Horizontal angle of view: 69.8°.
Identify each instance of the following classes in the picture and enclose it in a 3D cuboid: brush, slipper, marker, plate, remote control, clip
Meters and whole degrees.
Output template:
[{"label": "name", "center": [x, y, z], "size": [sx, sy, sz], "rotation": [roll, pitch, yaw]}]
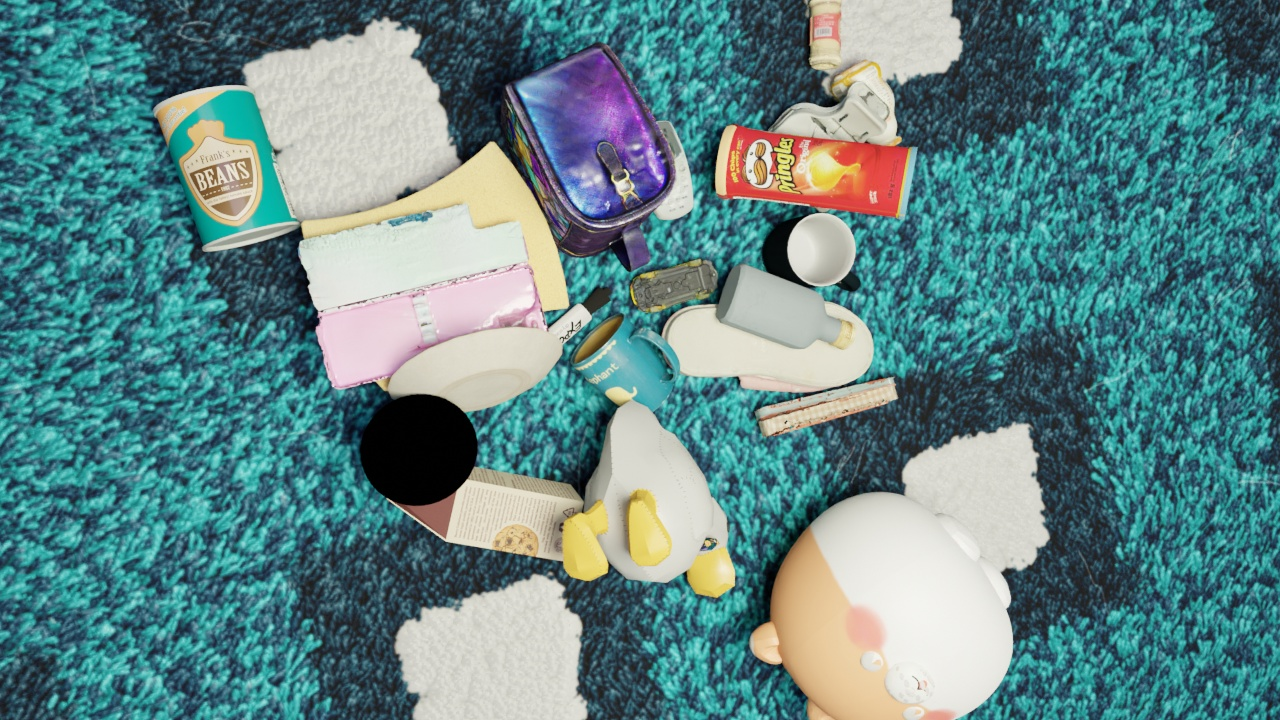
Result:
[{"label": "brush", "center": [-0.222, -0.102, 1.010], "size": [0.250, 0.075, 0.195], "rotation": [-26, 99, -10]}, {"label": "slipper", "center": [0.153, -0.020, 1.110], "size": [0.274, 0.054, 0.114], "rotation": [3, 92, -17]}, {"label": "marker", "center": [-0.083, -0.042, 1.071], "size": [0.125, 0.025, 0.025], "rotation": [-42, 101, -7]}, {"label": "plate", "center": [-0.171, 0.021, 0.977], "size": [0.188, 0.189, 0.027], "rotation": [-15, 69, -11]}, {"label": "remote control", "center": [0.026, -0.223, 1.082], "size": [0.060, 0.028, 0.114], "rotation": [-17, 97, -11]}, {"label": "clip", "center": [0.227, -0.263, 1.093], "size": [0.125, 0.081, 0.148], "rotation": [38, 124, -14]}]

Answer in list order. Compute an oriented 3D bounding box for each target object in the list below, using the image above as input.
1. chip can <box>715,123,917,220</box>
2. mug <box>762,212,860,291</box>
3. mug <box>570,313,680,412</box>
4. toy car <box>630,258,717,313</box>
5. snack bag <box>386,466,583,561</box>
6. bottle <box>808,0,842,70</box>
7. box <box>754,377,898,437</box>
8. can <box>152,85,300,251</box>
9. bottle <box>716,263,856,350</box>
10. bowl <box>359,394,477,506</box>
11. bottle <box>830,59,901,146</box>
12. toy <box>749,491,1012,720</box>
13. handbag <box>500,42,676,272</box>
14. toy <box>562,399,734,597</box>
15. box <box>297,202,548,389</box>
[{"label": "chip can", "center": [0.199, -0.215, 1.046], "size": [0.213, 0.087, 0.087], "rotation": [10, 91, 15]}, {"label": "mug", "center": [0.211, -0.120, 1.096], "size": [0.121, 0.094, 0.085], "rotation": [32, 87, -13]}, {"label": "mug", "center": [-0.006, 0.006, 1.051], "size": [0.104, 0.112, 0.084], "rotation": [48, 45, -19]}, {"label": "toy car", "center": [0.041, -0.089, 1.093], "size": [0.107, 0.030, 0.049], "rotation": [-15, 95, -9]}, {"label": "snack bag", "center": [-0.178, 0.163, 1.028], "size": [0.206, 0.094, 0.070], "rotation": [13, 91, -13]}, {"label": "bottle", "center": [0.223, -0.409, 1.106], "size": [0.044, 0.044, 0.109], "rotation": [-2, 94, -13]}, {"label": "box", "center": [0.234, 0.061, 1.138], "size": [0.186, 0.053, 0.058], "rotation": [-14, 137, -11]}, {"label": "can", "center": [-0.424, -0.196, 0.946], "size": [0.099, 0.099, 0.144], "rotation": [-18, 97, -11]}, {"label": "bottle", "center": [0.173, -0.053, 1.061], "size": [0.161, 0.046, 0.072], "rotation": [19, 87, -16]}, {"label": "bowl", "center": [-0.224, 0.098, 0.944], "size": [0.115, 0.063, 0.115], "rotation": [2, 70, -6]}, {"label": "bottle", "center": [0.278, -0.306, 1.114], "size": [0.063, 0.063, 0.108], "rotation": [-31, 100, -9]}, {"label": "toy", "center": [0.277, 0.298, 1.056], "size": [0.281, 0.265, 0.263], "rotation": [-37, 103, 7]}, {"label": "handbag", "center": [-0.051, -0.198, 0.980], "size": [0.125, 0.205, 0.222], "rotation": [-27, 93, -10]}, {"label": "toy", "center": [0.021, 0.164, 1.011], "size": [0.141, 0.267, 0.246], "rotation": [-18, 86, 24]}, {"label": "box", "center": [-0.224, -0.073, 0.953], "size": [0.230, 0.035, 0.159], "rotation": [-15, 97, -11]}]
